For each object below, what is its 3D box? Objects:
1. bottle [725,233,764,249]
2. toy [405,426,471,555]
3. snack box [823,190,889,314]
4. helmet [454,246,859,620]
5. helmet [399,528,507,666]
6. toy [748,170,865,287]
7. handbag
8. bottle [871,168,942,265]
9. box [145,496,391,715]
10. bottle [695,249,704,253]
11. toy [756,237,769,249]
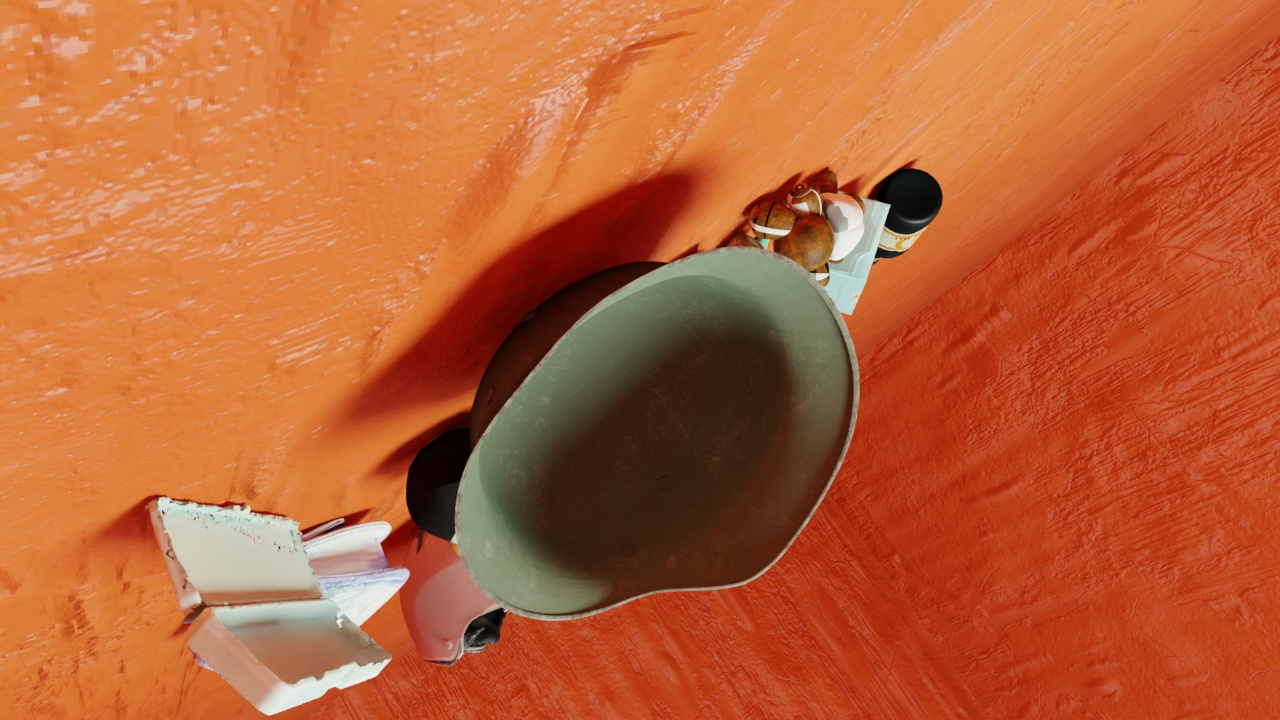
[{"bbox_3d":[0.059,-0.058,0.767,0.111,0.043,0.043,-44,166,34],"label":"bottle"},{"bbox_3d":[-0.095,0.088,0.740,0.183,0.159,0.140,-4,115,-30],"label":"toy"},{"bbox_3d":[0.198,-0.100,0.891,0.174,0.053,0.075,45,62,-79],"label":"snack box"},{"bbox_3d":[-0.013,0.037,0.597,0.267,0.227,0.154,-43,-148,-9],"label":"helmet"},{"bbox_3d":[-0.154,0.214,1.016,0.255,0.152,0.230,-36,166,2],"label":"helmet"},{"bbox_3d":[0.139,-0.103,0.725,0.067,0.087,0.112,4,-152,33],"label":"toy"},{"bbox_3d":[-0.294,0.199,0.785,0.159,0.069,0.126,-41,154,27],"label":"handbag"},{"bbox_3d":[0.264,-0.140,0.973,0.059,0.059,0.182,-33,169,-7],"label":"bottle"},{"bbox_3d":[-0.226,0.152,0.569,0.044,0.136,0.197,-38,170,-9],"label":"box"},{"bbox_3d":[-0.015,-0.006,0.701,0.195,0.052,0.052,-38,170,-7],"label":"bottle"},{"bbox_3d":[0.093,-0.073,0.835,0.085,0.033,0.105,-46,168,2],"label":"toy"}]
